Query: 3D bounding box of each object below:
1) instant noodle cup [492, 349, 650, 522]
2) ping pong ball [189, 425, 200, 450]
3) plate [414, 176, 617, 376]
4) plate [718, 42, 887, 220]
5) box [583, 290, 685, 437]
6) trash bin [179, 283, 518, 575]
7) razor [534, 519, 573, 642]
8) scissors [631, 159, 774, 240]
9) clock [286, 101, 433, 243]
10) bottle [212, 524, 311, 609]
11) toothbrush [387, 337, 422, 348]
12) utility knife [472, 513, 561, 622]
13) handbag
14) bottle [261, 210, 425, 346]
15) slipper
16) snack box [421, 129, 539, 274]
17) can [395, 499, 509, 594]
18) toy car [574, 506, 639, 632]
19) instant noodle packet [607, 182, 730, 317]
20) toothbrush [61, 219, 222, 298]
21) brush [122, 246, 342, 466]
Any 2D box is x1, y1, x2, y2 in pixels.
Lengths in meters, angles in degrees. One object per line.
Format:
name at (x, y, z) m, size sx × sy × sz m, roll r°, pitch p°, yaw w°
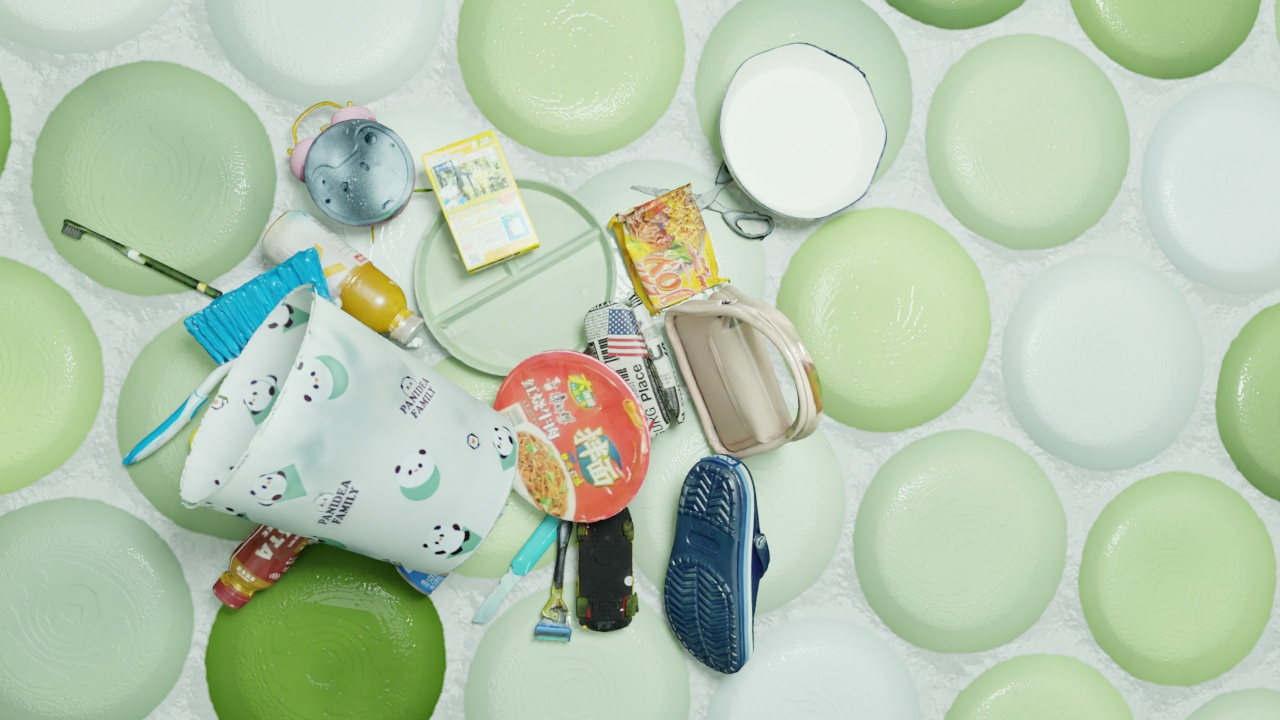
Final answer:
instant noodle cup at (-0.067, 0.077, 1.010) m, size 0.194 × 0.065 × 0.194 m, roll 6°, pitch 105°, yaw 22°
ping pong ball at (-0.473, 0.089, 1.007) m, size 0.040 × 0.040 × 0.040 m, roll 0°, pitch 89°, yaw -6°
plate at (-0.142, -0.095, 1.052) m, size 0.230 × 0.027 × 0.230 m, roll 0°, pitch 89°, yaw -5°
plate at (0.184, -0.263, 1.071) m, size 0.204 × 0.046 × 0.204 m, roll 1°, pitch 85°, yaw -13°
box at (-0.008, 0.007, 1.038) m, size 0.087 × 0.076 × 0.162 m, roll -20°, pitch 98°, yaw -2°
trash bin at (-0.276, 0.085, 0.911) m, size 0.251 × 0.230 × 0.229 m, roll 33°, pitch 85°, yaw -32°
razor at (-0.094, 0.249, 1.052) m, size 0.042 × 0.022 × 0.142 m, roll 6°, pitch 91°, yaw -11°
scissors at (0.080, -0.187, 1.086) m, size 0.159 × 0.014 × 0.181 m, roll 42°, pitch 88°, yaw -1°
clock at (-0.320, -0.218, 1.021) m, size 0.117 × 0.060 × 0.158 m, roll -42°, pitch 95°, yaw -4°
bottle at (-0.393, 0.193, 1.005) m, size 0.057 × 0.057 × 0.175 m, roll 42°, pitch 85°, yaw -4°
toothbrush at (-0.338, -0.024, 1.036) m, size 0.180 × 0.016 × 0.016 m, roll 3°, pitch 87°, yaw -6°
utility knife at (-0.120, 0.211, 1.055) m, size 0.029 × 0.013 × 0.222 m, roll 39°, pitch 83°, yaw -6°
handbag at (0.122, 0.012, 0.972) m, size 0.093 × 0.234 × 0.193 m, roll -24°, pitch 93°, yaw -14°
bottle at (-0.324, -0.087, 1.012) m, size 0.189 × 0.068 × 0.068 m, roll 38°, pitch 85°, yaw -4°
slipper at (0.093, 0.224, 1.042) m, size 0.095 × 0.105 × 0.253 m, roll -14°, pitch 108°, yaw -46°
snack box at (-0.177, -0.176, 1.021) m, size 0.087 × 0.034 × 0.140 m, roll -23°, pitch 91°, yaw -7°
can at (-0.209, 0.194, 1.026) m, size 0.053 × 0.053 × 0.134 m, roll 42°, pitch 85°, yaw -4°
toy car at (-0.039, 0.234, 1.049) m, size 0.071 × 0.041 × 0.156 m, roll -1°, pitch 91°, yaw -6°
instant noodle packet at (0.033, -0.125, 1.057) m, size 0.111 × 0.044 × 0.128 m, roll -23°, pitch 101°, yaw -1°
toothbrush at (-0.553, -0.109, 1.018) m, size 0.186 × 0.012 × 0.017 m, roll 26°, pitch 92°, yaw -5°
brush at (-0.453, 0.000, 0.976) m, size 0.315 × 0.060 × 0.109 m, roll -28°, pitch 111°, yaw 5°
